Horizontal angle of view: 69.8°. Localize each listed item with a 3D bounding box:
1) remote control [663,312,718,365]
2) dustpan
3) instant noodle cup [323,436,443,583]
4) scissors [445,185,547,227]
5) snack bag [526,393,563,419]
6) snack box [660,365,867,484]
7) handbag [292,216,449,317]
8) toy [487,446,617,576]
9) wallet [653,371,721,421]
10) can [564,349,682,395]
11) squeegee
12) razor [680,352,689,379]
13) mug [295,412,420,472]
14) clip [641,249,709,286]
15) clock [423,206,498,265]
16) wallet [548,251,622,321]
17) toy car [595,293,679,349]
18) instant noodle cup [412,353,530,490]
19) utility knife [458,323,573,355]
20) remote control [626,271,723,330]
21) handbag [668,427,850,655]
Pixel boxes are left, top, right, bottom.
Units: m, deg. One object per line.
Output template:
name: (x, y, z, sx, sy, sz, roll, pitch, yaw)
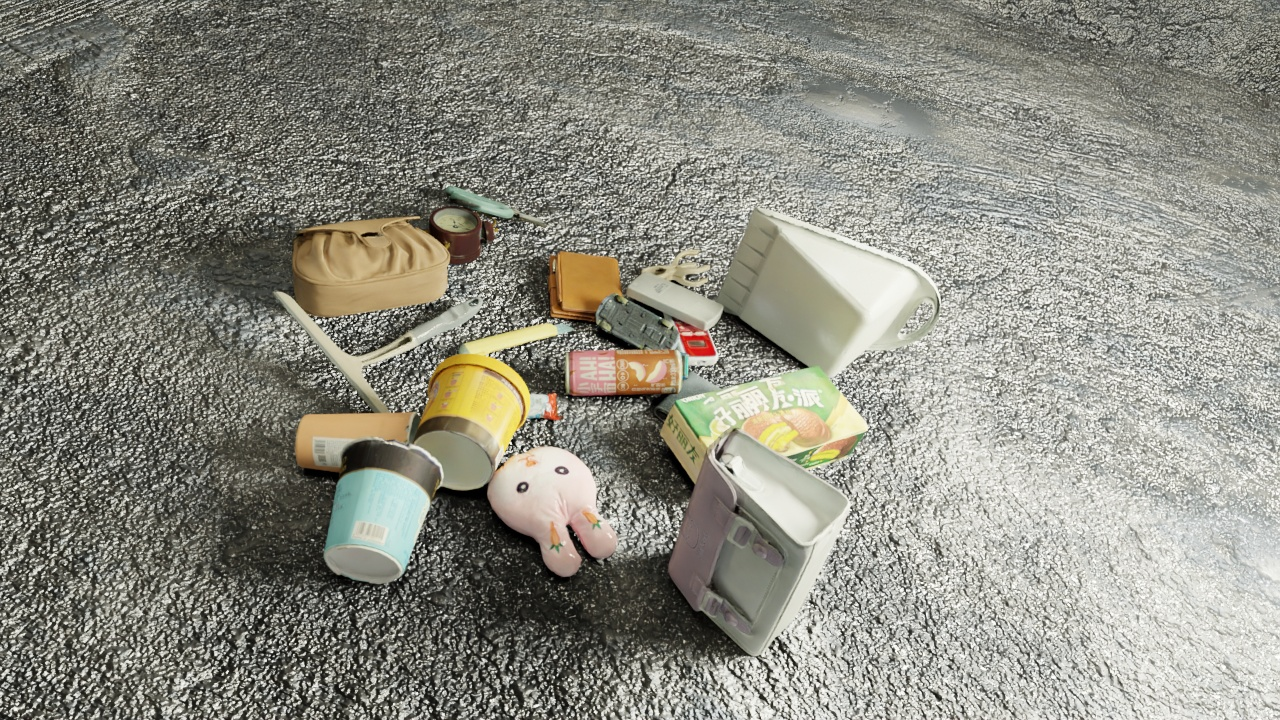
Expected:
remote control: (0.068, -0.044, 1.299, 0.056, 0.020, 0.135, -1, 44, -14)
dustpan: (0.267, -0.094, 1.265, 0.258, 0.223, 0.142, 43, 61, 15)
instant noodle cup: (-0.268, 0.158, 0.936, 0.111, 0.111, 0.120, 9, 50, -5)
scissors: (-0.224, -0.231, 1.387, 0.174, 0.019, 0.176, 21, 10, 3)
snack bag: (-0.147, 0.057, 1.127, 0.105, 0.026, 0.045, 0, 52, -13)
snack box: (0.154, 0.086, 1.128, 0.239, 0.063, 0.114, -12, 51, -31)
handbag: (-0.363, -0.135, 1.228, 0.204, 0.100, 0.147, -13, 47, -30)
toy: (-0.094, 0.160, 1.009, 0.121, 0.054, 0.159, -23, 57, -32)
wallet: (0.091, 0.068, 1.183, 0.121, 0.019, 0.097, 31, 44, 16)
can: (-0.022, 0.015, 1.168, 0.147, 0.058, 0.057, -1, 43, -3)
squeegee: (-0.296, -0.029, 1.176, 0.246, 0.039, 0.245, 47, 43, 9)
razor: (-0.007, 0.007, 1.222, 0.143, 0.022, 0.042, 4, 49, -1)
mug: (-0.311, 0.093, 1.013, 0.122, 0.078, 0.078, 3, 42, -4)
clip: (0.061, -0.127, 1.380, 0.103, 0.035, 0.089, -30, 56, -32)
clock: (-0.264, -0.189, 1.347, 0.082, 0.055, 0.121, 34, 44, 22)
wallet: (-0.079, -0.106, 1.321, 0.107, 0.031, 0.131, 6, 42, -14)
toy car: (-0.004, -0.045, 1.256, 0.120, 0.037, 0.054, 30, 87, 9)
instant noodle cup: (-0.193, 0.073, 1.027, 0.118, 0.119, 0.114, 13, 41, 0)
utility knife: (-0.166, -0.030, 1.225, 0.174, 0.019, 0.031, -19, 55, -30)
remote control: (0.049, -0.085, 1.308, 0.135, 0.019, 0.056, 25, 41, 18)
handbag: (0.107, 0.184, 0.922, 0.145, 0.197, 0.098, 38, 47, 26)
